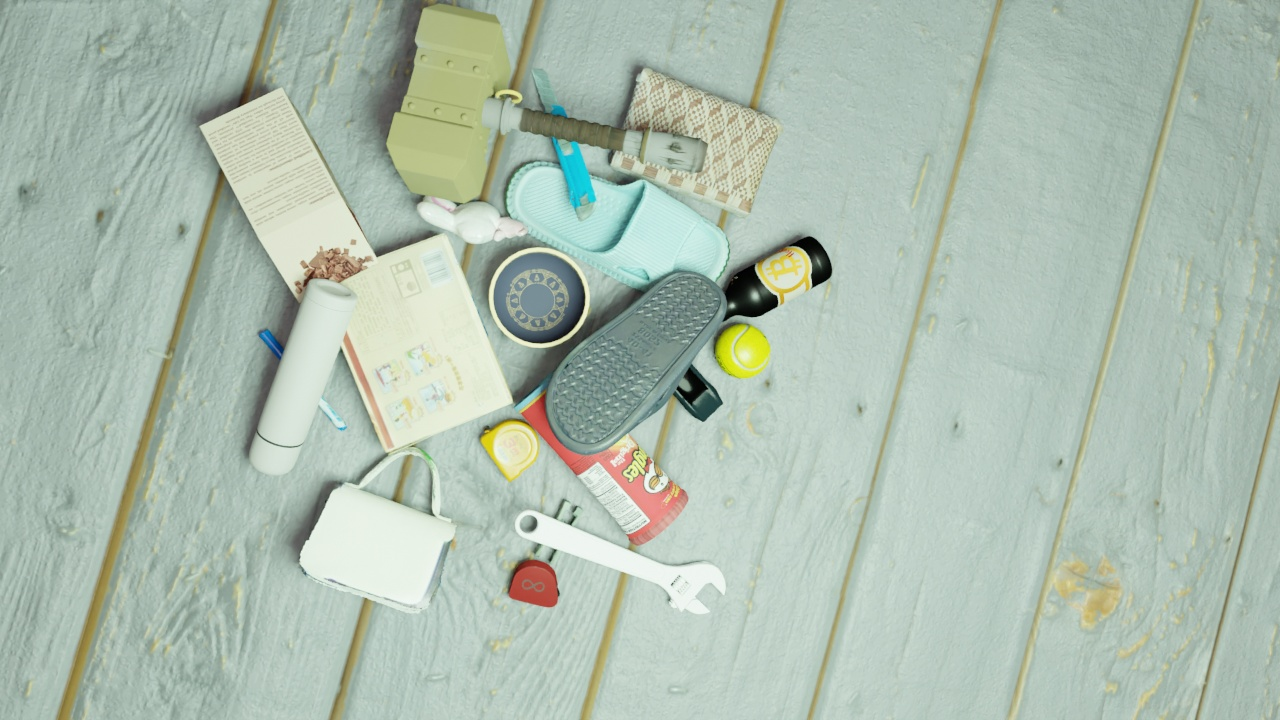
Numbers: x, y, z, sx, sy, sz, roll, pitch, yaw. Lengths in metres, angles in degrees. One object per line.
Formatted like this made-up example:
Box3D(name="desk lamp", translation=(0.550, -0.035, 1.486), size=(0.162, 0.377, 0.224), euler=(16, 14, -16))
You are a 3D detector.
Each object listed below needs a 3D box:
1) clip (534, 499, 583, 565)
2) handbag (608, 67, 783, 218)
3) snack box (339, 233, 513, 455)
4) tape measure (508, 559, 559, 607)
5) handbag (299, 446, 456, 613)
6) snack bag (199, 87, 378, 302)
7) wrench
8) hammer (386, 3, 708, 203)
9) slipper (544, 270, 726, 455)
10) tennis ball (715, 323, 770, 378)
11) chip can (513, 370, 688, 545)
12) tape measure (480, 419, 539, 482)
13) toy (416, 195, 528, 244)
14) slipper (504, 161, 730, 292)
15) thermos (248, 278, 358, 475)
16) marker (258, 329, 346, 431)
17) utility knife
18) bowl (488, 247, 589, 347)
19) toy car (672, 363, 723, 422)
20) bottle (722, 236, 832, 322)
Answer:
Box3D(name="clip", translation=(-0.096, 0.203, 1.083), size=(0.043, 0.023, 0.076), euler=(30, 84, -7))
Box3D(name="handbag", translation=(0.066, -0.258, 1.093), size=(0.185, 0.047, 0.124), euler=(19, 96, -9))
Box3D(name="snack box", translation=(-0.251, -0.019, 1.038), size=(0.153, 0.055, 0.207), euler=(-22, 94, -7))
Box3D(name="tape measure", translation=(-0.120, 0.260, 1.075), size=(0.059, 0.019, 0.051), euler=(16, 110, -8))
Box3D(name="handbag", translation=(-0.282, 0.183, 1.038), size=(0.151, 0.074, 0.175), euler=(21, 68, -10))
Box3D(name="snack bag", translation=(-0.374, -0.174, 0.994), size=(0.094, 0.070, 0.206), euler=(-29, 87, -8))
Box3D(name="wrench", translation=(-0.022, 0.234, 1.083), size=(0.273, 0.018, 0.066), euler=(24, 86, -15))
Box3D(name="hammer", translation=(-0.088, -0.254, 1.002), size=(0.325, 0.101, 0.190), euler=(12, 81, 1))
Box3D(name="slipper", translation=(-0.006, 0.006, 1.032), size=(0.111, 0.083, 0.267), euler=(36, 63, 15))
Box3D(name="tennis ball", translation=(0.122, -0.011, 1.093), size=(0.065, 0.065, 0.065), euler=(0, 90, -9))
Box3D(name="chip can", translation=(-0.045, 0.107, 1.058), size=(0.087, 0.087, 0.213), euler=(-42, 96, -7))
Box3D(name="tape measure", translation=(-0.148, 0.098, 1.068), size=(0.059, 0.030, 0.068), euler=(-35, 99, -7))
Box3D(name="toy", translation=(-0.189, -0.158, 1.041), size=(0.125, 0.075, 0.037), euler=(15, 118, -9))
Box3D(name="slipper", translation=(-0.024, -0.155, 1.069), size=(0.276, 0.069, 0.116), euler=(21, 90, -8))
Box3D(name="thermos", translation=(-0.367, 0.022, 0.990), size=(0.052, 0.052, 0.224), euler=(23, 106, -9))
Box3D(name="marker", translation=(-0.381, 0.024, 1.040), size=(0.013, 0.013, 0.142), euler=(-39, 97, -7))
Box3D(name="utility knife", translation=(-0.089, -0.252, 1.054), size=(0.031, 0.015, 0.206), euler=(-19, 72, -4))
Box3D(name="bowl", translation=(-0.118, -0.070, 1.056), size=(0.112, 0.061, 0.112), euler=(0, 90, -9))
Box3D(name="toy car", translation=(0.050, 0.023, 1.098), size=(0.046, 0.034, 0.112), euler=(-43, 96, -7))
Box3D(name="bottle", translation=(0.138, -0.083, 1.098), size=(0.181, 0.059, 0.059), euler=(-28, 95, -8))
